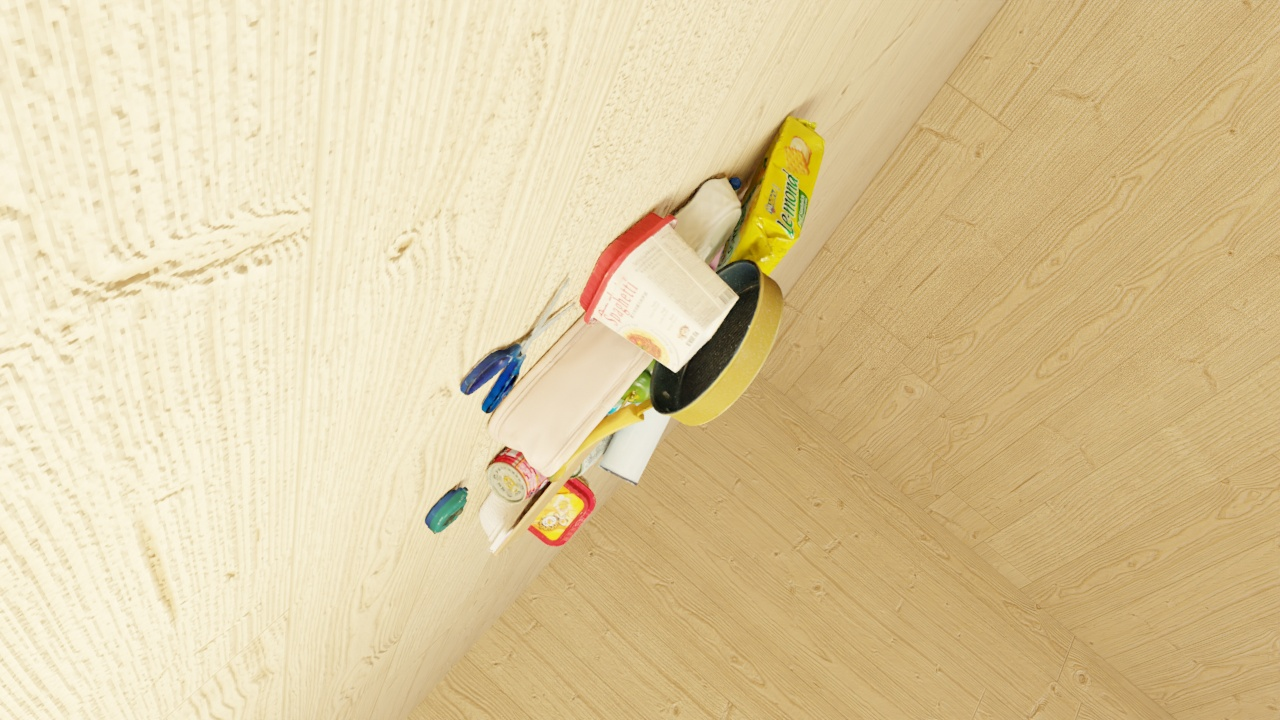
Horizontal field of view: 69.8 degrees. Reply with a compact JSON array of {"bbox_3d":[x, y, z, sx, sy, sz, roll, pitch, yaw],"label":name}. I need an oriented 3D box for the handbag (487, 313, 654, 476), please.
[{"bbox_3d":[-0.085,0.043,1.073,0.193,0.093,0.234,-48,180,-13],"label":"handbag"}]

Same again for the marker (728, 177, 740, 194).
[{"bbox_3d":[0.106,-0.193,1.193,0.016,0.017,0.146,-47,172,-22],"label":"marker"}]

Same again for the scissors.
[{"bbox_3d":[-0.114,-0.008,0.854,0.174,0.012,0.162,-54,171,27],"label":"scissors"}]

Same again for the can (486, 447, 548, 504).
[{"bbox_3d":[-0.143,0.132,1.160,0.093,0.066,0.067,-41,168,-50],"label":"can"}]

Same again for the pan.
[{"bbox_3d":[0.021,0.029,1.048,0.358,0.078,0.197,-51,-159,22],"label":"pan"}]

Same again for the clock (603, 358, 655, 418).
[{"bbox_3d":[-0.007,0.007,1.181,0.116,0.056,0.161,-16,-135,60],"label":"clock"}]

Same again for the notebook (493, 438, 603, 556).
[{"bbox_3d":[-0.112,0.167,1.230,0.211,0.012,0.149,-50,176,2],"label":"notebook"}]

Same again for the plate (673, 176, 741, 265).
[{"bbox_3d":[0.049,-0.126,1.095,0.204,0.045,0.205,-49,172,-9],"label":"plate"}]

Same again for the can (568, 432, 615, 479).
[{"bbox_3d":[-0.078,0.125,1.412,0.058,0.058,0.146,-55,171,34],"label":"can"}]

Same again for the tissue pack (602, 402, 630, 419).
[{"bbox_3d":[-0.033,0.038,1.338,0.140,0.063,0.089,-53,171,17],"label":"tissue pack"}]

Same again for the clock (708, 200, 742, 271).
[{"bbox_3d":[0.132,-0.163,1.333,0.116,0.060,0.159,-43,169,-46],"label":"clock"}]

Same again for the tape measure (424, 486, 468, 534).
[{"bbox_3d":[-0.224,0.176,1.065,0.054,0.025,0.058,-42,168,-52],"label":"tape measure"}]

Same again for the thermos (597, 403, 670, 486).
[{"bbox_3d":[0.013,0.076,1.401,0.224,0.073,0.073,-63,174,-6],"label":"thermos"}]

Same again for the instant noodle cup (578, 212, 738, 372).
[{"bbox_3d":[0.021,-0.065,0.927,0.116,0.124,0.117,-43,170,-39],"label":"instant noodle cup"}]

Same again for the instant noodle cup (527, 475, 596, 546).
[{"bbox_3d":[-0.138,0.220,1.485,0.116,0.116,0.123,-51,-177,8],"label":"instant noodle cup"}]

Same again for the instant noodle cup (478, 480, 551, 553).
[{"bbox_3d":[-0.162,0.179,1.304,0.174,0.060,0.137,-53,172,30],"label":"instant noodle cup"}]

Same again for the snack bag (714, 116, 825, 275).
[{"bbox_3d":[0.161,-0.180,1.149,0.158,0.068,0.245,118,-4,-54],"label":"snack bag"}]
